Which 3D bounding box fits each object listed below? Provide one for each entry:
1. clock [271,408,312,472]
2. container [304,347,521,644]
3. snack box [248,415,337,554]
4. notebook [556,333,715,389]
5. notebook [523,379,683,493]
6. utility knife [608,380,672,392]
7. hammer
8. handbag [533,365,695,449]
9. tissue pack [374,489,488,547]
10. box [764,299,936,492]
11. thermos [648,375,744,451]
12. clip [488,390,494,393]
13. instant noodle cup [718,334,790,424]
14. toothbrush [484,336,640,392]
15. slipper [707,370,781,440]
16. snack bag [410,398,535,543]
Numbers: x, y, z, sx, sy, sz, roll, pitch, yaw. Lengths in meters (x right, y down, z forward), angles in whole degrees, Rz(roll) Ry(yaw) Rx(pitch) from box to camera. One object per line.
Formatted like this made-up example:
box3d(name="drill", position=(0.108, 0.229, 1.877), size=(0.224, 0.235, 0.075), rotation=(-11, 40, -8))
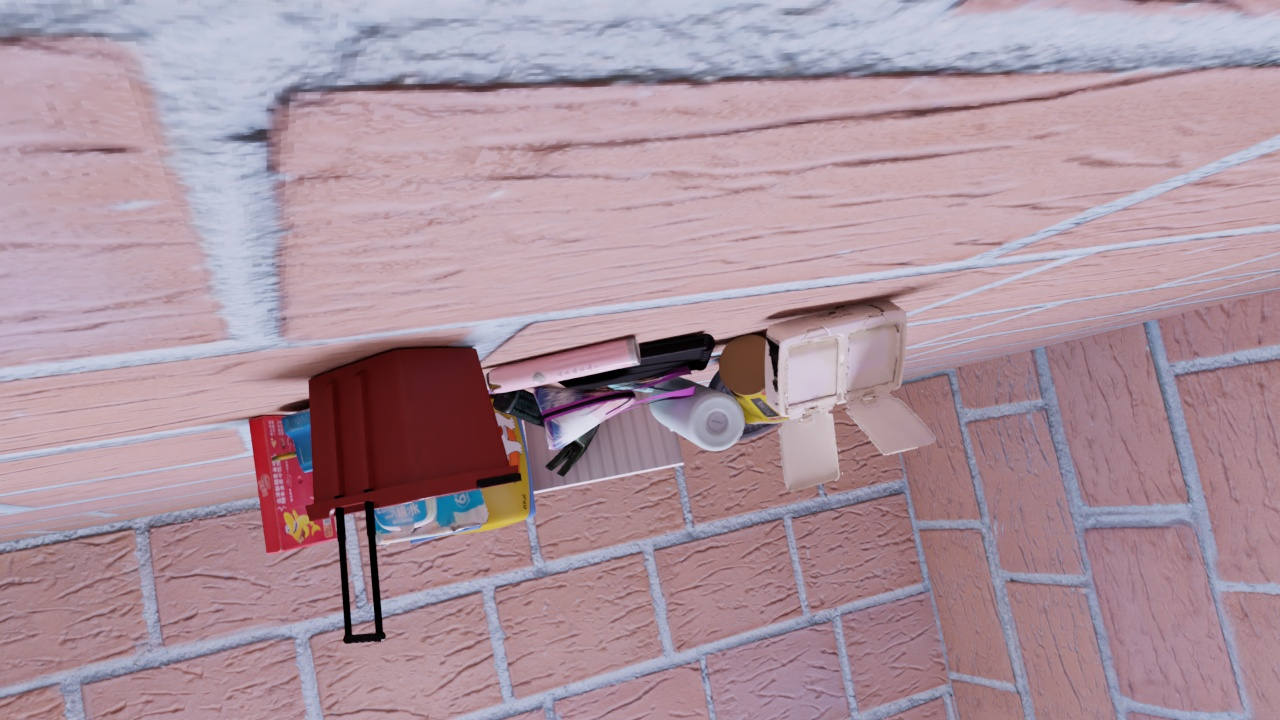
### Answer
box3d(name="clock", position=(-0.269, 0.067, 0.903), size=(0.161, 0.060, 0.117), rotation=(-8, 173, -44))
box3d(name="container", position=(-0.178, 0.100, 0.706), size=(0.148, 0.200, 0.126), rotation=(-15, 172, 34))
box3d(name="snack box", position=(-0.348, 0.122, 0.922), size=(0.021, 0.133, 0.089), rotation=(-12, 174, 16))
box3d(name="notebook", position=(-0.006, 0.006, 1.010), size=(0.169, 0.019, 0.231), rotation=(-10, 174, 1))
box3d(name="notebook", position=(-0.056, 0.104, 1.300), size=(0.209, 0.142, 0.009), rotation=(-11, 146, -3))
box3d(name="utility knife", position=(0.000, 0.033, 1.124), size=(0.022, 0.015, 0.158), rotation=(-5, -174, -29))
box3d(name="hammer", position=(-0.111, 0.071, 1.138), size=(0.032, 0.130, 0.318), rotation=(27, 175, 17))
box3d(name="handbag", position=(-0.024, 0.043, 0.996), size=(0.170, 0.068, 0.144), rotation=(-15, 174, -1))
box3d(name="tissue pack", position=(-0.223, 0.135, 0.927), size=(0.145, 0.093, 0.061), rotation=(-17, 178, 31))
box3d(name="box", position=(0.208, 0.040, 0.899), size=(0.144, 0.187, 0.101), rotation=(-14, -166, -14))
box3d(name="thermos", position=(0.060, 0.058, 1.090), size=(0.065, 0.078, 0.207), rotation=(-18, -171, -10))
box3d(name="clip", position=(-0.165, 0.030, 0.979), size=(0.052, 0.013, 0.036), rotation=(-15, 174, 14))
box3d(name="instant noodle cup", position=(0.138, 0.013, 1.038), size=(0.100, 0.100, 0.112), rotation=(-13, 163, 20))
box3d(name="toothbrush", position=(-0.109, 0.014, 0.856), size=(0.223, 0.027, 0.026), rotation=(-13, -158, 11))
box3d(name="slipper", position=(0.154, 0.038, 1.267), size=(0.083, 0.111, 0.267), rotation=(5, -169, 40))
box3d(name="snack bag", position=(-0.218, 0.126, 1.077), size=(0.102, 0.159, 0.205), rotation=(-13, 172, 21))
